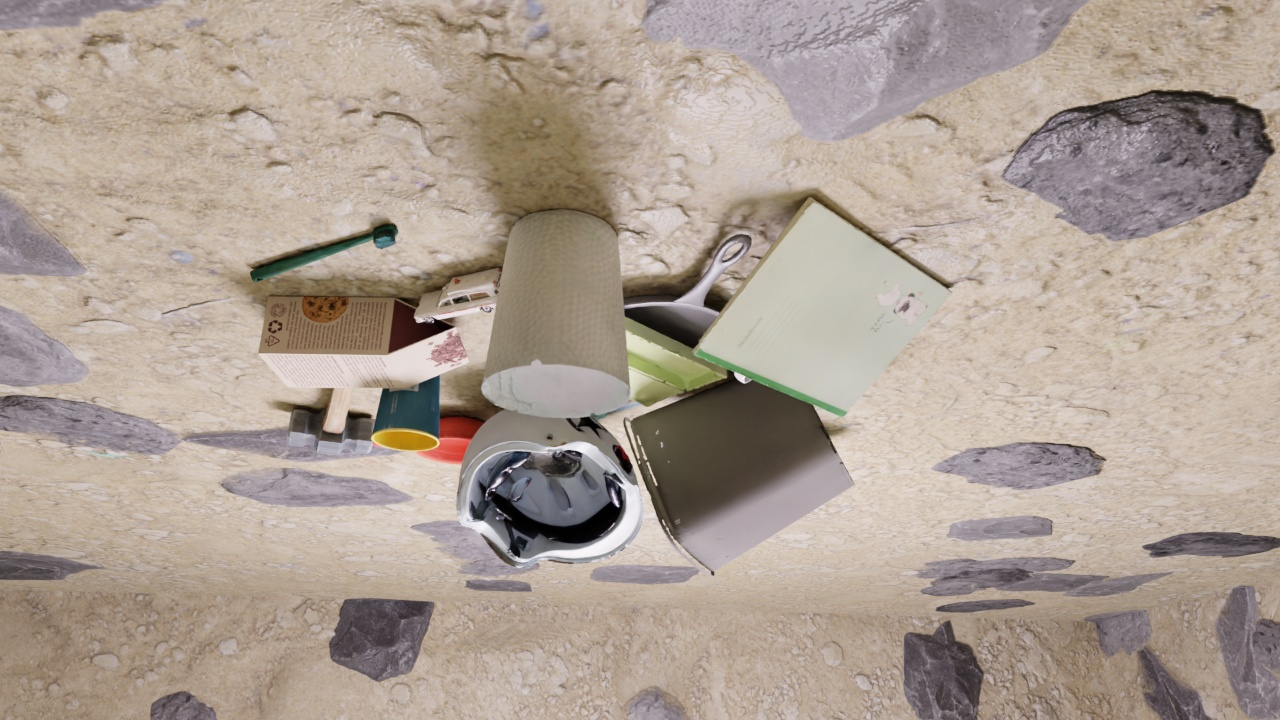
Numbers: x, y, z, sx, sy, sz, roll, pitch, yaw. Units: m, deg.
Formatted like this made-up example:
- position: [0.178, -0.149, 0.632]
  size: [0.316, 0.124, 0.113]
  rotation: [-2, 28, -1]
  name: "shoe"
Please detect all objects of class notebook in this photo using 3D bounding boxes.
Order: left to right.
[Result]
- position: [0.188, -0.040, 0.918]
  size: [0.252, 0.010, 0.182]
  rotation: [22, 114, -40]
  name: "notebook"

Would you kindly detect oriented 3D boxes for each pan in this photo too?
- position: [0.039, -0.055, 0.994]
  size: [0.216, 0.024, 0.356]
  rotation: [8, 156, -16]
  name: "pan"

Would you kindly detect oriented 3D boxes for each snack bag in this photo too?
- position: [-0.302, -0.018, 1.028]
  size: [0.206, 0.069, 0.094]
  rotation: [1, 157, -1]
  name: "snack bag"

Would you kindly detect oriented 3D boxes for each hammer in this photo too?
- position: [-0.399, 0.049, 1.221]
  size: [0.117, 0.051, 0.324]
  rotation: [9, 152, -20]
  name: "hammer"

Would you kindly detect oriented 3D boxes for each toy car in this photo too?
- position: [-0.187, -0.069, 0.955]
  size: [0.113, 0.039, 0.039]
  rotation: [-8, 134, 21]
  name: "toy car"

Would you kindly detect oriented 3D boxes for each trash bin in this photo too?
- position: [-0.074, -0.044, 0.851]
  size: [0.133, 0.161, 0.133]
  rotation: [1, 157, 0]
  name: "trash bin"
- position: [0.130, 0.127, 1.161]
  size: [0.220, 0.197, 0.197]
  rotation: [-28, 146, 9]
  name: "trash bin"

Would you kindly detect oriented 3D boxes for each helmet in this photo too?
- position: [-0.122, 0.162, 1.292]
  size: [0.264, 0.163, 0.237]
  rotation: [34, 118, -26]
  name: "helmet"

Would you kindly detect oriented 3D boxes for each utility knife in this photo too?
- position: [-0.061, 0.077, 1.317]
  size: [0.178, 0.015, 0.022]
  rotation: [-19, 127, 33]
  name: "utility knife"

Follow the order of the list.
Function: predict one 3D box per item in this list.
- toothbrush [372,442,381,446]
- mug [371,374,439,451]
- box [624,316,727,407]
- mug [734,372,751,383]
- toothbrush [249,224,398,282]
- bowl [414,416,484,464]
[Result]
- position: [-0.368, 0.141, 1.461]
  size: [0.212, 0.017, 0.012]
  rotation: [6, 156, -13]
  name: "toothbrush"
- position: [-0.274, 0.039, 1.095]
  size: [0.078, 0.121, 0.078]
  rotation: [0, 157, 0]
  name: "mug"
- position: [-0.006, 0.006, 1.072]
  size: [0.138, 0.024, 0.187]
  rotation: [-27, 146, 37]
  name: "box"
- position: [0.146, -0.024, 0.966]
  size: [0.118, 0.085, 0.100]
  rotation: [-33, 154, -31]
  name: "mug"
- position: [-0.314, -0.102, 0.903]
  size: [0.190, 0.017, 0.016]
  rotation: [-12, 154, 26]
  name: "toothbrush"
- position: [-0.270, 0.116, 1.367]
  size: [0.130, 0.045, 0.131]
  rotation: [1, 157, 0]
  name: "bowl"
